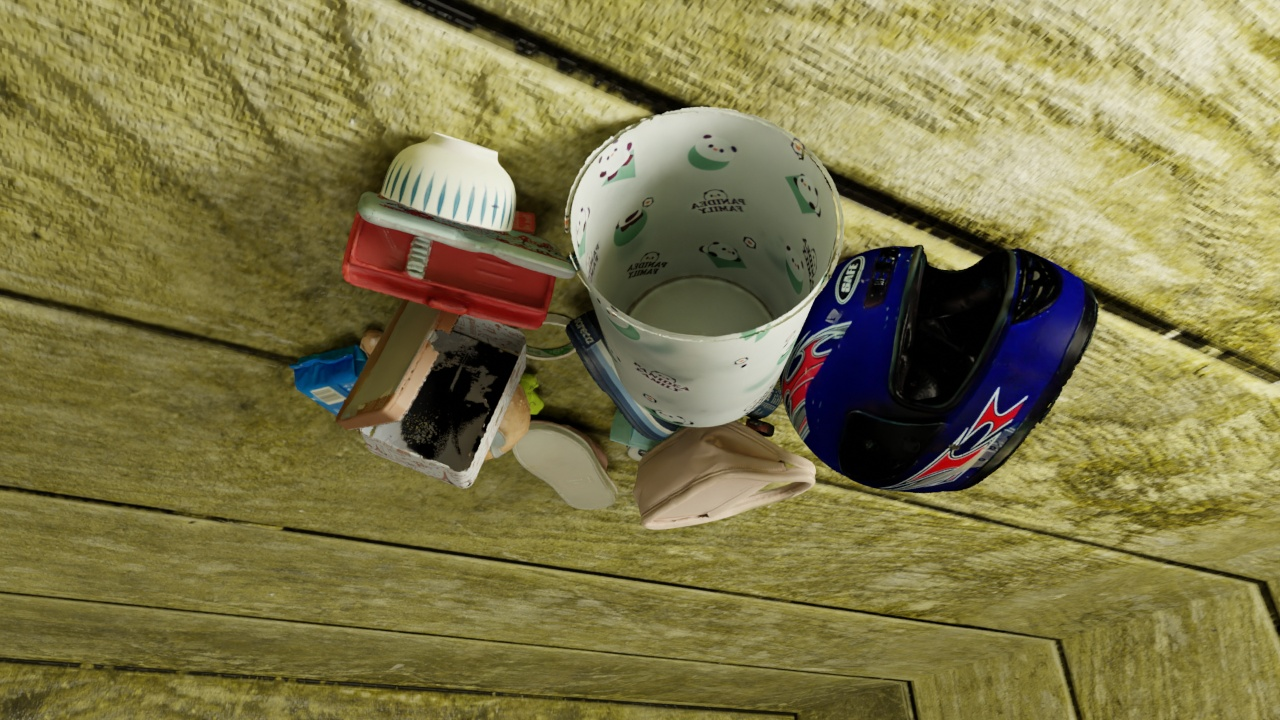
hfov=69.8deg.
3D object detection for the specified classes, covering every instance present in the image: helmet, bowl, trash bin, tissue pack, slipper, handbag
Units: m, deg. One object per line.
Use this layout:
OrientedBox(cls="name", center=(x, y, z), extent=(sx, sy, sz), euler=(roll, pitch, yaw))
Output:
OrientedBox(cls="helmet", center=(0.278, -0.006, 0.961), extent=(0.240, 0.246, 0.316), euler=(23, 140, 0))
OrientedBox(cls="bowl", center=(-0.162, -0.159, 0.803), extent=(0.116, 0.116, 0.066), euler=(12, 102, -24))
OrientedBox(cls="trash bin", center=(0.057, -0.066, 0.866), extent=(0.229, 0.229, 0.252), euler=(-4, 155, 1))
OrientedBox(cls="tissue pack", center=(-0.351, 0.033, 1.140), extent=(0.095, 0.052, 0.157), euler=(-12, 148, 18))
OrientedBox(cls="slipper", center=(-0.107, 0.148, 1.353), extent=(0.114, 0.054, 0.274), euler=(-13, 145, 15))
OrientedBox(cls="slipper", center=(-0.007, 0.006, 1.094), extent=(0.095, 0.105, 0.253), euler=(-31, 146, 6))
OrientedBox(cls="handbag", center=(0.127, 0.159, 1.208), extent=(0.234, 0.093, 0.194), euler=(11, 147, -30))

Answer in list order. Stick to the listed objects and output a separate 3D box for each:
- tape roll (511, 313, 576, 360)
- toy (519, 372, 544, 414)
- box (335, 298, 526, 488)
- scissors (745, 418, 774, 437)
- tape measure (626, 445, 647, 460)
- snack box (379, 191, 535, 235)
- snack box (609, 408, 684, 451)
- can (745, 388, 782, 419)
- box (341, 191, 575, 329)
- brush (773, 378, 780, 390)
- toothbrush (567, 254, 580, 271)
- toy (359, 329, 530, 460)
OrientedBox(cls="tape roll", center=(-0.113, -0.028, 1.097), extent=(0.086, 0.013, 0.086), euler=(-2, 150, -2))
OrientedBox(cls="toy", center=(-0.167, 0.042, 1.194), extent=(0.096, 0.031, 0.100), euler=(17, 141, -22))
OrientedBox(cls="box", center=(-0.214, 0.008, 0.957), extent=(0.154, 0.182, 0.185), euler=(21, 157, -1))
OrientedBox(cls="scissors", center=(0.131, 0.093, 1.248), extent=(0.225, 0.015, 0.189), euler=(20, 169, -34))
OrientedBox(cls="tape measure", center=(0.012, 0.119, 1.338), extent=(0.066, 0.033, 0.065), euler=(-24, 142, 27))
OrientedBox(cls="snack box", center=(-0.186, -0.125, 0.916), extent=(0.152, 0.025, 0.075), euler=(6, 148, -15))
OrientedBox(cls="snack box", center=(0.050, 0.110, 1.268), extent=(0.174, 0.051, 0.074), euler=(17, 174, -23))
OrientedBox(cls="can", center=(0.119, 0.025, 1.148), extent=(0.111, 0.075, 0.076), euler=(23, 141, -37))
OrientedBox(cls="box", center=(-0.166, -0.092, 0.848), extent=(0.201, 0.095, 0.102), euler=(14, 179, -22))
OrientedBox(cls="brush", center=(0.154, -0.014, 1.092), extent=(0.063, 0.073, 0.145), euler=(-26, 147, 33))
OrientedBox(cls="toothbrush", center=(-0.133, -0.082, 1.001), extent=(0.192, 0.018, 0.016), euler=(-18, 147, 23))
OrientedBox(cls="toy", center=(-0.230, 0.027, 1.111), extent=(0.144, 0.082, 0.226), euler=(-33, 113, 16))
